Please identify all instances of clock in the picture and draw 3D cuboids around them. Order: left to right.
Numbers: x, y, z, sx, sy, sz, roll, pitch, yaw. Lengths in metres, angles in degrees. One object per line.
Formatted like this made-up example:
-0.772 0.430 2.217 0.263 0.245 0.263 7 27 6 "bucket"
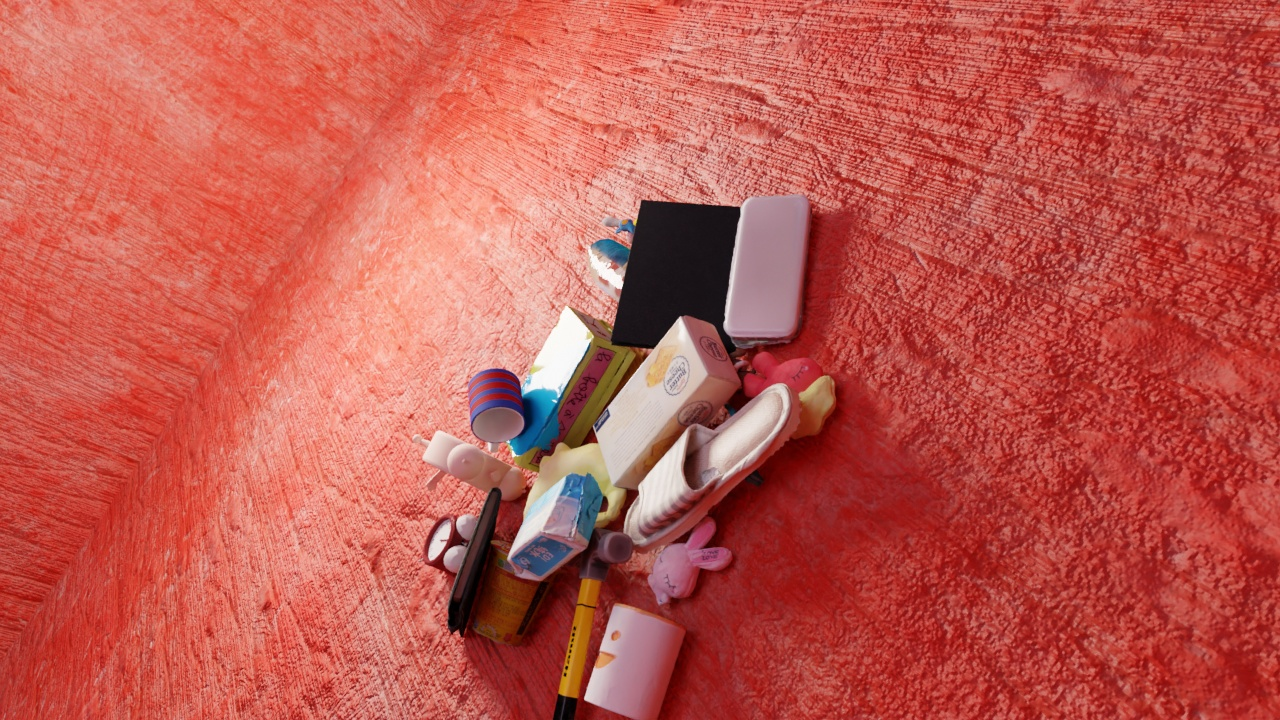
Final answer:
-0.278 0.272 1.363 0.125 0.044 0.087 -16 50 49 "clock"
-0.256 0.163 1.352 0.161 0.131 0.086 3 65 49 "clock"

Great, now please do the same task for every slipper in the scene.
0.069 0.117 1.019 0.273 0.054 0.114 -43 21 25 "slipper"

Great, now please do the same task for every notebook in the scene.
-0.222 0.276 1.222 0.209 0.029 0.169 108 178 -63 "notebook"
0.064 -0.113 1.212 0.169 0.019 0.231 6 61 10 "notebook"

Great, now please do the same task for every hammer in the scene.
-0.078 0.354 1.054 0.170 0.034 0.324 147 137 -66 "hammer"

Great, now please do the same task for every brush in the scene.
-0.008 0.008 1.282 0.127 0.017 0.048 -43 37 17 "brush"

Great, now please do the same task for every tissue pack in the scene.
-0.100 0.201 1.096 0.145 0.061 0.092 -44 17 46 "tissue pack"

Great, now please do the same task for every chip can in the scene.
-0.008 -0.113 1.330 0.080 0.079 0.229 -54 35 2 "chip can"

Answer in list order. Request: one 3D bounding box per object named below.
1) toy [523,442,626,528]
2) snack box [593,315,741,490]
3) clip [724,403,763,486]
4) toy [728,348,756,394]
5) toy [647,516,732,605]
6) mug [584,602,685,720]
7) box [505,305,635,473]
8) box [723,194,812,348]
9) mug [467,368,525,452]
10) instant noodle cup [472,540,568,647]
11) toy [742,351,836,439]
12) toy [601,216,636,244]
-0.089 0.176 1.208 0.171 0.064 0.154 -41 48 14 "toy"
0.028 0.057 1.124 0.208 0.057 0.104 -52 40 29 "snack box"
0.104 0.097 1.079 0.120 0.033 0.118 -9 53 46 "clip"
0.102 0.018 1.125 0.102 0.041 0.055 -25 85 56 "toy"
0.049 0.226 1.022 0.110 0.047 0.063 -42 45 14 "toy"
-0.006 0.322 0.978 0.082 0.082 0.105 -2 62 49 "mug"
-0.110 0.047 1.302 0.221 0.079 0.124 -61 33 11 "box"
0.159 -0.114 1.144 0.118 0.063 0.213 -3 58 30 "box"
-0.205 0.076 1.294 0.076 0.075 0.112 -105 22 -45 "mug"
-0.167 0.300 1.181 0.100 0.100 0.112 17 84 53 "instant noodle cup"
0.166 0.036 1.033 0.091 0.045 0.135 -52 42 3 "toy"
0.017 -0.177 1.338 0.131 0.124 0.097 -126 34 -51 "toy"
